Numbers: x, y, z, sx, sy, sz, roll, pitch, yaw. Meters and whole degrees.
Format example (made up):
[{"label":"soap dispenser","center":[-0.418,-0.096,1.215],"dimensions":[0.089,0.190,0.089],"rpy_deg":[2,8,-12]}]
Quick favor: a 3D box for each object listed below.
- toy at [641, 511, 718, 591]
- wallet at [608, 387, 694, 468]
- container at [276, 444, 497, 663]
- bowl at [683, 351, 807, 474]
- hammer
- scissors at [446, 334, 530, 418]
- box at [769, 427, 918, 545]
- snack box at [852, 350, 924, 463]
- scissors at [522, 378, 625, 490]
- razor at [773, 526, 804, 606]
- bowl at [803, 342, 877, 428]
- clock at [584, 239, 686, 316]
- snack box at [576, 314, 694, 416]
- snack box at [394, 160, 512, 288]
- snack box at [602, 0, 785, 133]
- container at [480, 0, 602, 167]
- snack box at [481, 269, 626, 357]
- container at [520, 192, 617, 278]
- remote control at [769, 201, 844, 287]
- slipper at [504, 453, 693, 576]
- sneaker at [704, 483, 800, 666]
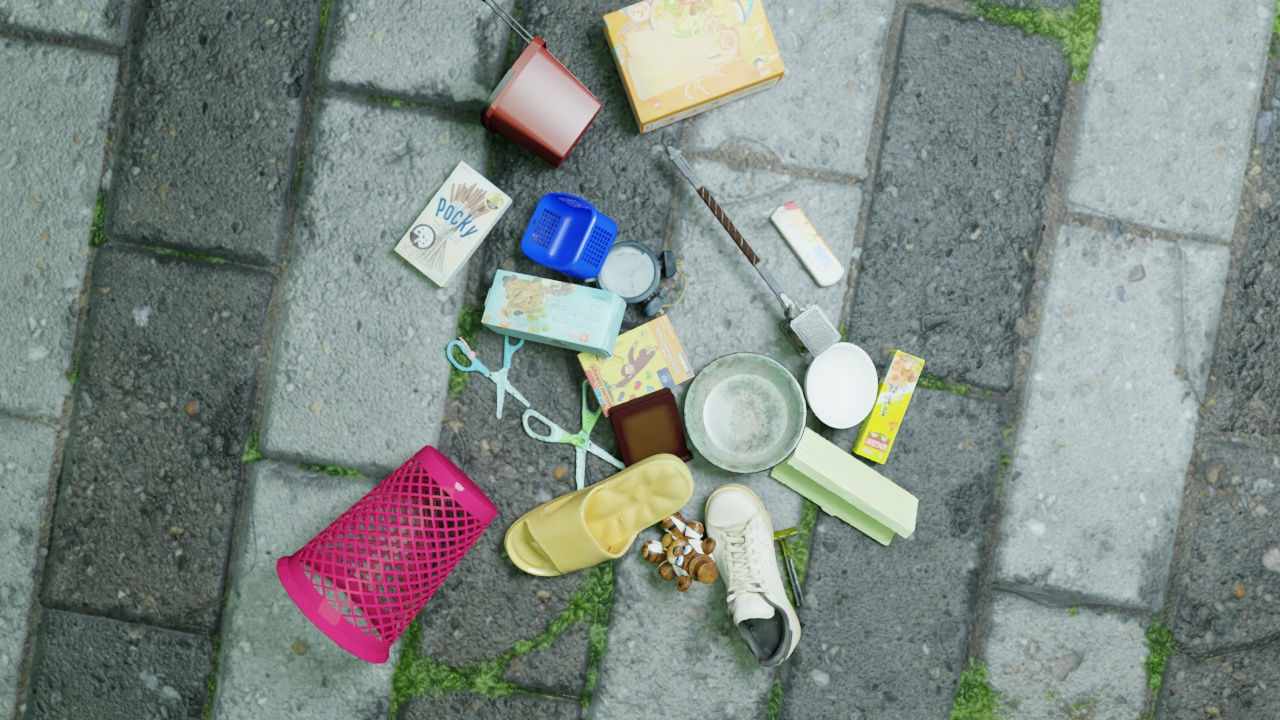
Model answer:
[{"label":"toy","center":[0.058,0.250,1.178],"dimensions":[0.067,0.113,0.087],"rpy_deg":[35,86,-23]},{"label":"wallet","center":[0.014,0.098,1.193],"dimensions":[0.091,0.018,0.116],"rpy_deg":[-19,120,-7]},{"label":"container","center":[-0.303,0.230,1.152],"dimensions":[0.183,0.183,0.225],"rpy_deg":[44,83,-1]},{"label":"bowl","center":[0.136,0.069,1.195],"dimensions":[0.157,0.038,0.157],"rpy_deg":[-1,80,7]},{"label":"hammer","center":[0.134,-0.144,1.173],"dimensions":[0.044,0.098,0.322],"rpy_deg":[-37,91,0]},{"label":"scissors","center":[-0.186,0.003,1.221],"dimensions":[0.136,0.015,0.125],"rpy_deg":[42,92,-7]},{"label":"box","center":[0.272,0.162,1.203],"dimensions":[0.188,0.089,0.077],"rpy_deg":[32,60,0]},{"label":"snack box","center":[0.327,0.061,1.211],"dimensions":[0.040,0.029,0.148],"rpy_deg":[22,91,0]},{"label":"scissors","center":[-0.084,0.108,1.222],"dimensions":[0.168,0.023,0.171],"rpy_deg":[4,88,-5]},{"label":"razor","center":[0.200,0.276,1.220],"dimensions":[0.042,0.026,0.106],"rpy_deg":[-15,95,-2]},{"label":"bowl","center":[0.252,0.032,1.198],"dimensions":[0.109,0.041,0.110],"rpy_deg":[0,91,-24]},{"label":"clock","center":[-0.003,-0.110,1.199],"dimensions":[0.129,0.052,0.090],"rpy_deg":[19,91,-5]},{"label":"snack box","center":[-0.007,0.007,1.198],"dimensions":[0.125,0.040,0.088],"rpy_deg":[-25,91,-5]},{"label":"snack box","center":[-0.246,-0.179,1.209],"dimensions":[0.082,0.026,0.150],"rpy_deg":[37,92,0]},{"label":"snack box","center":[0.066,-0.396,1.177],"dimensions":[0.195,0.080,0.145],"rpy_deg":[-20,91,0]},{"label":"container","center":[-0.154,-0.344,1.146],"dimensions":[0.201,0.148,0.127],"rpy_deg":[37,90,-10]},{"label":"snack box","center":[-0.110,-0.060,1.168],"dimensions":[0.175,0.053,0.075],"rpy_deg":[13,81,20]},{"label":"container","center":[-0.088,-0.156,1.170],"dimensions":[0.114,0.058,0.096],"rpy_deg":[25,91,43]},{"label":"remote control","center":[0.221,-0.153,1.213],"dimensions":[0.038,0.018,0.125],"rpy_deg":[-36,89,1]},{"label":"slipper","center":[-0.050,0.210,1.179],"dimensions":[0.263,0.078,0.099],"rpy_deg":[-29,109,5]},{"label":"sneaker","center":[0.135,0.281,1.169],"dimensions":[0.089,0.102,0.241],"rpy_deg":[-19,95,22]}]
